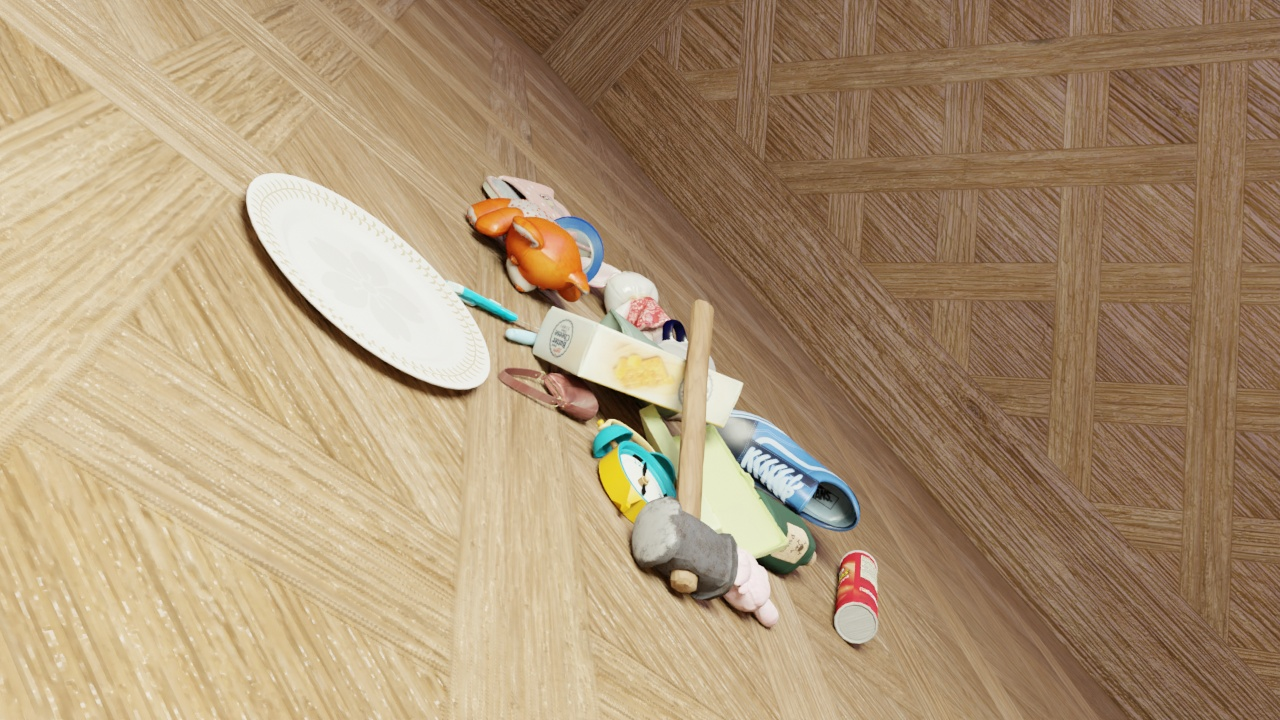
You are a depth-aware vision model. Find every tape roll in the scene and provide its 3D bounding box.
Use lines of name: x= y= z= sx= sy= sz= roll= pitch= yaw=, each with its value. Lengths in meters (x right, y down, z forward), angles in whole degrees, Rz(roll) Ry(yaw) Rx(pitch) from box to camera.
tape roll: x=-0.095 y=-0.146 z=1.235 sx=0.093 sy=0.091 sz=0.016 roll=39 pitch=15 yaw=-9

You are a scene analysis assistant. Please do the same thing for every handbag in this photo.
handbag: x=-0.093 y=0.026 z=0.893 sx=0.119 sy=0.029 sz=0.055 roll=22 pitch=26 yaw=-50
handbag: x=-0.007 y=0.007 z=1.114 sx=0.122 sy=0.067 sz=0.106 roll=38 pitch=7 yaw=-32

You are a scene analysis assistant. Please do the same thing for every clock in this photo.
clock: x=-0.003 y=0.110 z=0.884 sx=0.099 sy=0.044 sz=0.129 roll=38 pitch=23 yaw=-31

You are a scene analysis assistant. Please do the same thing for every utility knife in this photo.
utility knife: x=-0.149 y=-0.051 z=0.968 sx=0.022 sy=0.015 sz=0.161 roll=19 pitch=-5 yaw=33

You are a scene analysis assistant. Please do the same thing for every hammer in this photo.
hammer: x=0.051 y=0.067 z=0.883 sx=0.098 sy=0.052 sz=0.327 roll=37 pitch=42 yaw=-33

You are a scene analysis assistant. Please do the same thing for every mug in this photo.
mug: x=0.050 y=0.000 z=1.241 sx=0.096 sy=0.079 sz=0.112 roll=3 pitch=80 yaw=-71

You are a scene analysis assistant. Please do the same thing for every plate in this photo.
plate: x=-0.222 y=-0.062 z=0.763 sx=0.242 sy=0.016 sz=0.242 roll=43 pitch=14 yaw=-14

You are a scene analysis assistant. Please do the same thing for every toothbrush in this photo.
toothbrush: x=-0.107 y=-0.022 z=1.002 sx=0.022 sy=0.016 sz=0.154 roll=64 pitch=17 yaw=13

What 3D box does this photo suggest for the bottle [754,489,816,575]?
bottle: x=0.159 y=0.205 z=1.056 sx=0.131 sy=0.061 sz=0.061 roll=36 pitch=19 yaw=-37

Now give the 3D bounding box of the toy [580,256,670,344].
toy: x=-0.011 y=-0.078 z=1.330 sx=0.158 sy=0.084 sz=0.194 roll=7 pitch=41 yaw=-40

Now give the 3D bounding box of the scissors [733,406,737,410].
scissors: x=0.079 y=0.029 z=1.426 sx=0.225 sy=0.016 sz=0.229 roll=43 pitch=13 yaw=-11

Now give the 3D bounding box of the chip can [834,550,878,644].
chip can: x=0.277 y=0.298 z=1.171 sx=0.052 sy=0.052 sz=0.214 roll=48 pitch=14 yaw=6

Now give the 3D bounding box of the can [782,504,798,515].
can: x=0.175 y=0.201 z=1.179 sx=0.032 sy=0.032 sz=0.095 roll=52 pitch=14 yaw=23

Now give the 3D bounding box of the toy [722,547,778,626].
toy: x=0.102 y=0.217 z=0.886 sx=0.110 sy=0.047 sz=0.063 roll=45 pitch=18 yaw=-47

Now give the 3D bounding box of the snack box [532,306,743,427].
snack box: x=-0.001 y=0.009 z=0.987 sx=0.207 sy=0.057 sz=0.104 roll=21 pitch=1 yaw=-36

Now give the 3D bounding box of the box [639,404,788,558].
box: x=0.064 y=0.134 z=0.974 sx=0.127 sy=0.066 sz=0.188 roll=16 pitch=29 yaw=-38

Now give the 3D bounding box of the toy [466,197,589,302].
toy: x=-0.129 y=-0.133 z=1.125 sx=0.163 sy=0.093 sz=0.172 roll=42 pitch=1 yaw=-29

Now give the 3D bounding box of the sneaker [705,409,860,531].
sneaker: x=0.178 y=0.139 z=1.163 sx=0.241 sy=0.083 sz=0.098 roll=31 pitch=5 yaw=-3

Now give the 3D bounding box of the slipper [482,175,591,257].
slipper: x=-0.143 y=-0.225 z=1.401 sx=0.114 sy=0.054 sz=0.274 roll=52 pitch=14 yaw=23

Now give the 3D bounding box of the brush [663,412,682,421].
brush: x=0.060 y=0.074 z=1.242 sx=0.039 sy=0.012 sz=0.151 roll=52 pitch=14 yaw=20
